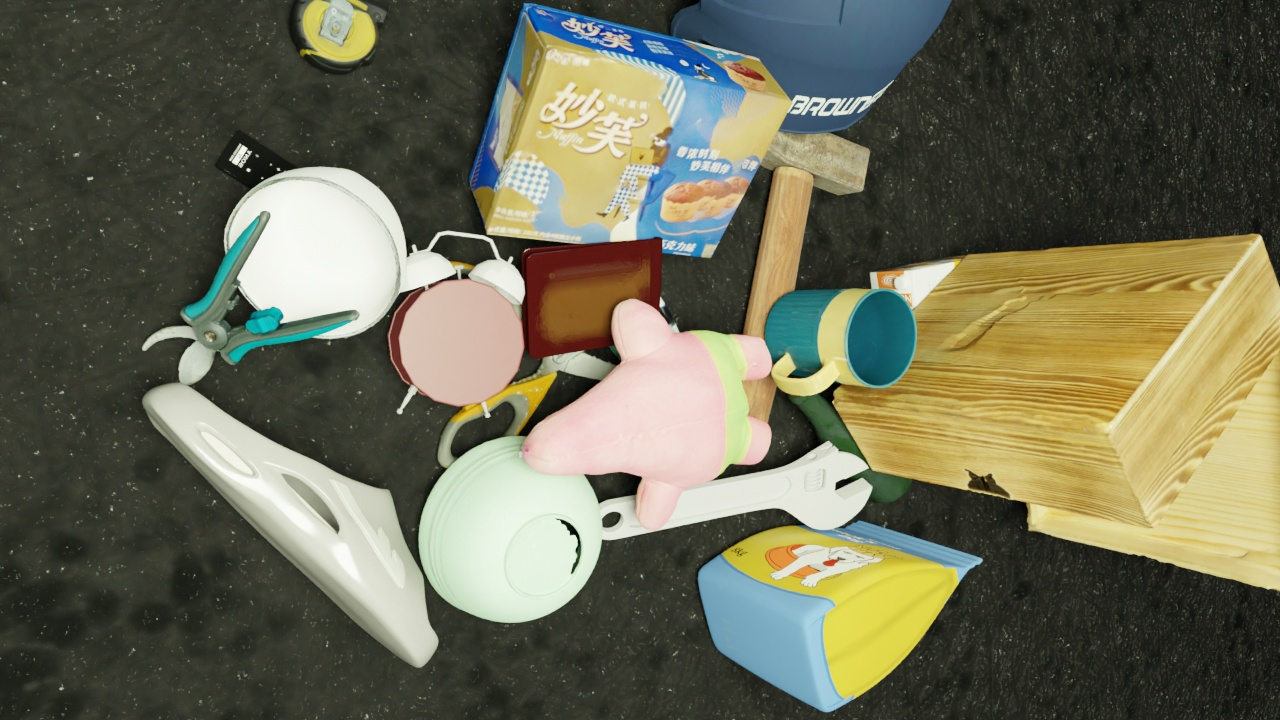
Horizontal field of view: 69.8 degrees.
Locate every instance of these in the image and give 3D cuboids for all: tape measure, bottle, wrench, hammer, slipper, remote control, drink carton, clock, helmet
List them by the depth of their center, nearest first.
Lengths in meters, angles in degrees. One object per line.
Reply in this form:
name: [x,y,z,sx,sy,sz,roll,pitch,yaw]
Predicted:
slipper: [-0.220,0.101,0.639,0.266,0.113,0.080,50,59,-17]
tape measure: [-0.216,-0.236,0.650,0.061,0.034,0.061,17,87,-28]
remote control: [-0.233,-0.112,0.663,0.140,0.009,0.030,34,77,-27]
clock: [-0.136,-0.026,0.681,0.096,0.048,0.137,4,92,-26]
helmet: [0.139,-0.353,0.762,0.231,0.224,0.272,-26,68,-27]
wrench: [0.087,0.131,0.830,0.273,0.018,0.087,-9,115,-17]
hammer: [0.117,-0.072,0.847,0.157,0.037,0.300,12,87,-29]
bottle: [0.195,0.072,0.882,0.174,0.055,0.055,41,73,-30]
drink carton: [0.296,-0.079,0.934,0.122,0.059,0.040,-13,99,-28]

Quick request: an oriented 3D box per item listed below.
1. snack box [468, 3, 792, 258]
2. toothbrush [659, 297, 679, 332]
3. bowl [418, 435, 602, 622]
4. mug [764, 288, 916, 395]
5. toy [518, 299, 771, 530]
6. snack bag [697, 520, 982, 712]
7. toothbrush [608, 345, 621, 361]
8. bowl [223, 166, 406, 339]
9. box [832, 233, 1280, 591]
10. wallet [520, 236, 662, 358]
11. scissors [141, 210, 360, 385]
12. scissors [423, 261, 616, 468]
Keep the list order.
snack box: [-0.010,-0.167,0.704,0.202,0.069,0.155,2,133,-30]
toothbrush: [0.027,-0.030,0.810,0.012,0.017,0.187,-33,109,-21]
bowl: [-0.089,0.140,0.714,0.150,0.077,0.151,-7,105,-31]
mug: [0.160,-0.013,0.791,0.113,0.107,0.083,-42,116,-22]
toy: [0.008,0.047,0.725,0.236,0.097,0.192,-13,103,-36]
snack bag: [0.181,0.205,0.831,0.204,0.159,0.102,-22,105,-28]
toothbrush: [-0.005,0.005,0.782,0.016,0.017,0.190,-45,117,-16]
bowl: [-0.213,-0.080,0.624,0.116,0.065,0.116,1,120,1]
box: [0.416,0.069,0.819,0.283,0.280,0.323,-44,111,-20]
wallet: [-0.037,-0.049,0.731,0.115,0.018,0.092,-8,115,-21]
scissors: [-0.260,-0.038,0.600,0.154,0.019,0.125,-2,119,1]
scissors: [-0.089,-0.012,0.747,0.224,0.016,0.216,-36,110,-23]
